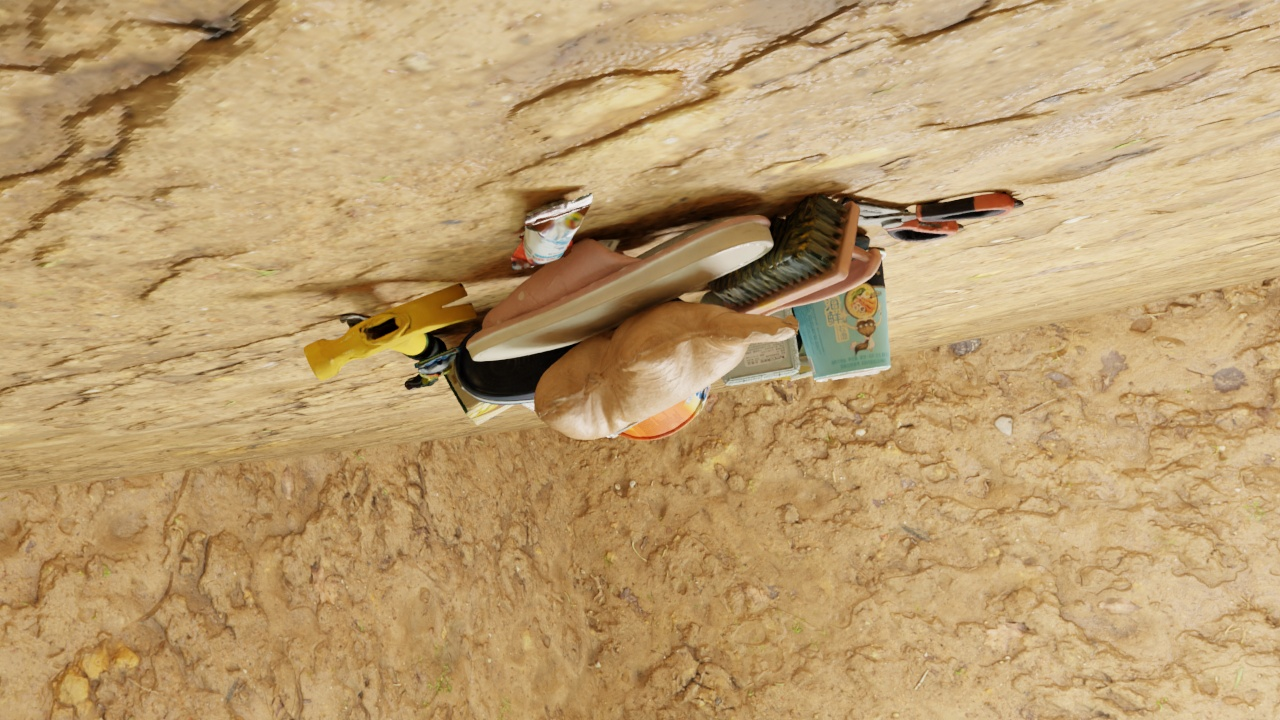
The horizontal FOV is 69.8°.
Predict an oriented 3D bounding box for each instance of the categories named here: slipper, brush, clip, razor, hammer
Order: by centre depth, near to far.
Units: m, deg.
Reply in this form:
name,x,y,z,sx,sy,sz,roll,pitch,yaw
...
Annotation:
name,x,y,z,sx,sy,sz,roll,pitch,yaw
slipper,-0.027,-0.059,0.697,0.275,0.054,0.114,-21,171,32
brush,0.113,-0.068,0.706,0.073,0.063,0.146,25,154,-23
clip,-0.249,-0.032,0.819,0.024,0.028,0.056,-9,-176,16
hammer,-0.207,-0.017,0.835,0.128,0.033,0.301,-24,180,-7
slipper,-0.055,-0.018,0.868,0.253,0.105,0.095,-7,169,2
razor,-0.211,0.016,0.902,0.042,0.022,0.143,-23,179,-27

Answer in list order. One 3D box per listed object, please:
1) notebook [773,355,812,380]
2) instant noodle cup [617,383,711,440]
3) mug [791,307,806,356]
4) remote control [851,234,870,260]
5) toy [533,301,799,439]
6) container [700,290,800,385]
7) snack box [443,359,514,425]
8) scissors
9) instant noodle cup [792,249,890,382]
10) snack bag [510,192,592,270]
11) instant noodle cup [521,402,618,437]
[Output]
name,x,y,z,sx,sy,sz,roll,pitch,yaw
notebook,0.153,0.001,1.100,0.145,0.010,0.207,-12,-169,-36
instant noodle cup,-0.006,0.006,0.987,0.151,0.151,0.111,-11,166,12
mug,0.225,-0.057,1.064,0.106,0.082,0.112,-8,157,-12
remote control,0.165,-0.093,0.790,0.053,0.024,0.136,-16,178,28
toy,0.024,-0.004,0.696,0.227,0.082,0.143,-26,-178,32
container,0.114,-0.027,0.948,0.090,0.090,0.111,-10,-168,2
snack box,-0.154,0.016,1.031,0.114,0.063,0.240,-29,177,-9
scissors,0.225,-0.119,0.750,0.214,0.015,0.197,-9,175,6
instant noodle cup,0.209,-0.042,0.941,0.111,0.120,0.111,-10,175,-1
snack bag,-0.058,-0.081,0.586,0.048,0.026,0.104,-21,178,-16
instant noodle cup,-0.092,0.051,1.212,0.174,0.060,0.138,11,164,36
